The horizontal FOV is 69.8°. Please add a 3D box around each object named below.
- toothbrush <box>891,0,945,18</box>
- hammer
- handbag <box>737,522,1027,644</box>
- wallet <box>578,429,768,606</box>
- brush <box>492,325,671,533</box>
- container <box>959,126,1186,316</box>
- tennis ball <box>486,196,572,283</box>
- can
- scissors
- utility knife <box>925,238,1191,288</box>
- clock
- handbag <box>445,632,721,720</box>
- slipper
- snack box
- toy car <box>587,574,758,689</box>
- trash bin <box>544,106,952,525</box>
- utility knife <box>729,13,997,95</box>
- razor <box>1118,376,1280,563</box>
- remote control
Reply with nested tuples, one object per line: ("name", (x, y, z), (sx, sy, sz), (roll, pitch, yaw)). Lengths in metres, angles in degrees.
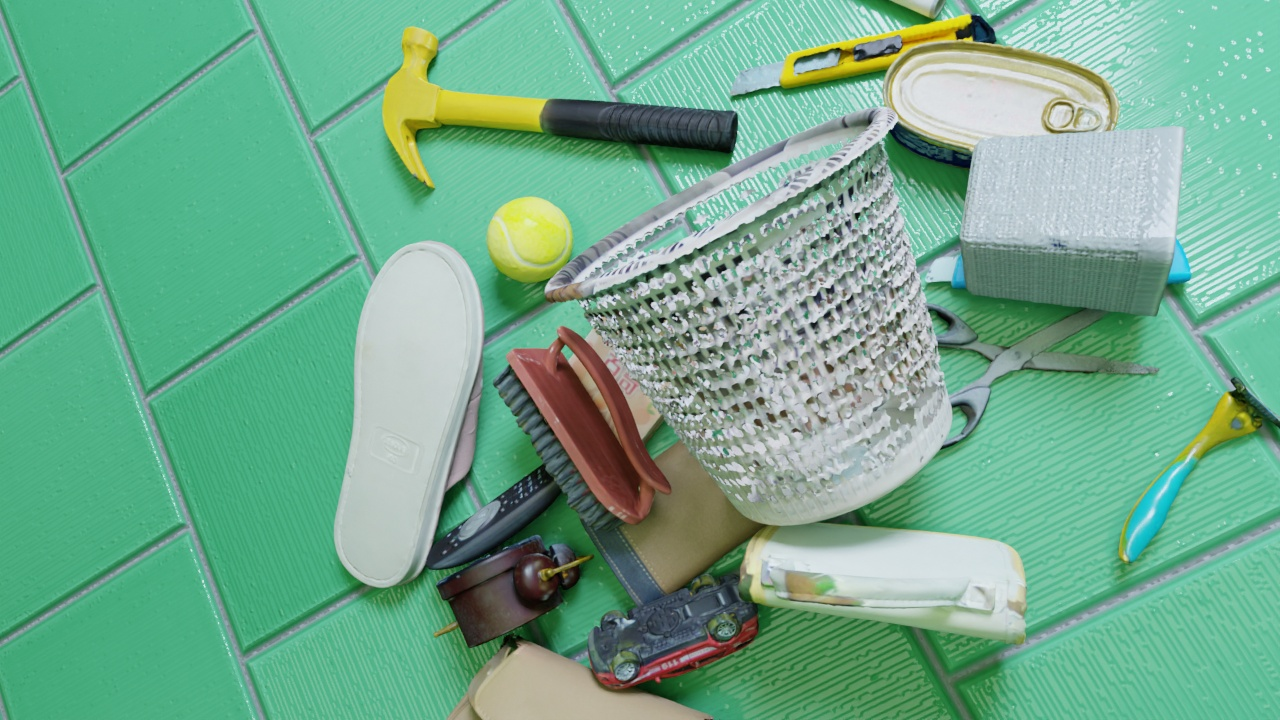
("toothbrush", (0.125, -0.311, 0.686), (0.221, 0.026, 0.026), (32, 54, 18))
("hammer", (-0.072, -0.192, 0.726), (0.301, 0.033, 0.128), (9, 86, 18))
("handbag", (0.143, 0.129, 0.546), (0.163, 0.178, 0.063), (3, 78, 18))
("wallet", (0.023, 0.114, 0.661), (0.115, 0.033, 0.090), (-38, 77, 8))
("brush", (-0.036, 0.049, 0.639), (0.069, 0.063, 0.145), (-40, 73, 22))
("container", (0.263, -0.086, 0.569), (0.114, 0.090, 0.090), (7, 71, 25))
("tennis ball", (-0.084, -0.092, 0.700), (0.065, 0.065, 0.065), (-2, 82, 16))
("can", (0.239, -0.168, 0.622), (0.148, 0.049, 0.074), (16, 88, 18))
("scissors", (0.246, -0.002, 0.620), (0.159, 0.014, 0.178), (39, 93, 15))
("utility knife", (0.275, -0.064, 0.615), (0.162, 0.018, 0.034), (-2, 83, 18))
("clock", (-0.089, 0.161, 0.661), (0.122, 0.082, 0.055), (-27, 81, 14))
("handbag", (-0.045, 0.286, 0.622), (0.204, 0.099, 0.147), (18, 86, 13))
("slipper", (-0.176, 0.044, 0.715), (0.114, 0.054, 0.274), (14, 98, 21))
("snack box", (-0.004, 0.004, 0.684), (0.084, 0.026, 0.157), (38, 95, 17))
("toy car", (0.023, 0.189, 0.629), (0.120, 0.053, 0.045), (-18, 118, -3))
("trash bin", (0.085, -0.017, 0.562), (0.228, 0.227, 0.192), (-26, 104, 12))
("utility knife", (0.158, -0.220, 0.670), (0.192, 0.015, 0.033), (-8, 78, 16))
("razor", (0.341, 0.073, 0.572), (0.043, 0.028, 0.132), (38, 92, -14))
("remote control", (-0.100, 0.116, 0.687), (0.136, 0.053, 0.024), (-36, 107, 3))
